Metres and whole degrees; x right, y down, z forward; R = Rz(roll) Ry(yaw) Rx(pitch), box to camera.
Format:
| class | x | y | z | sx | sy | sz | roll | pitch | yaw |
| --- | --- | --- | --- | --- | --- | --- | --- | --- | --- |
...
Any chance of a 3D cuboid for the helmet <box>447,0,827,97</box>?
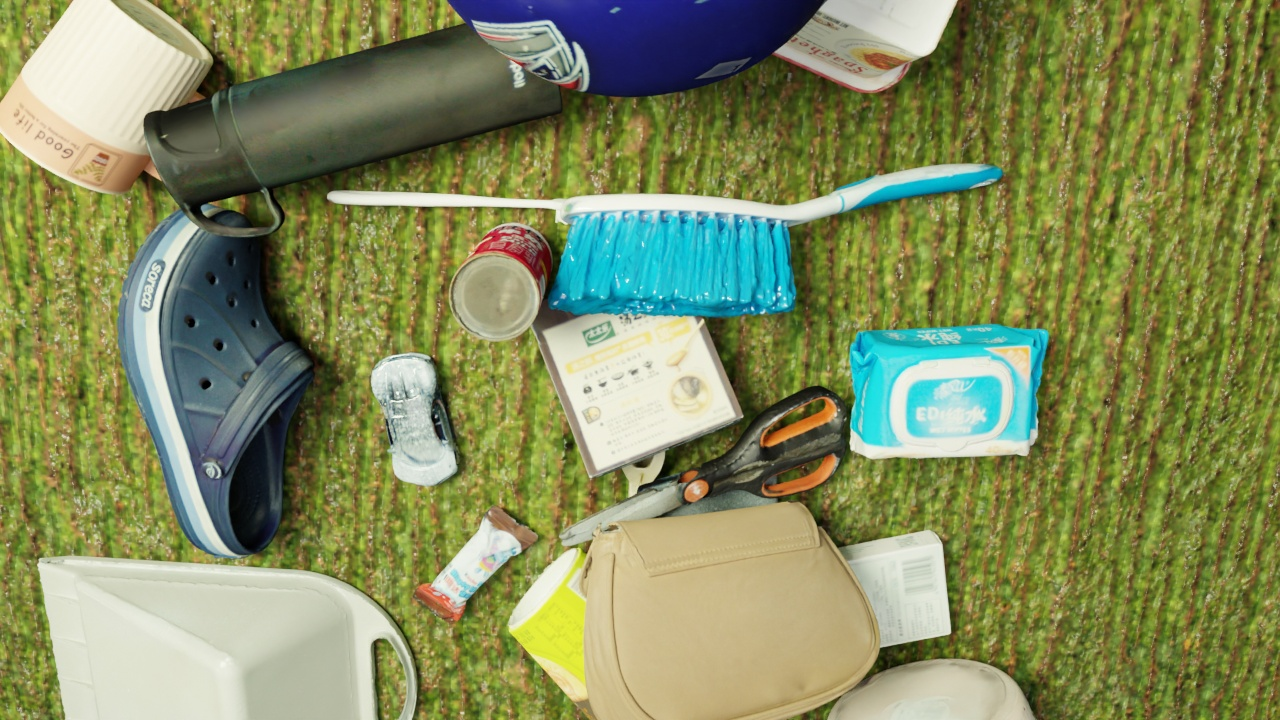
| class | x | y | z | sx | sy | sz | roll | pitch | yaw |
| --- | --- | --- | --- | --- | --- | --- | --- | --- | --- |
| helmet | -0.012 | -0.266 | 0.463 | 0.247 | 0.315 | 0.241 | -13 | 127 | -11 |

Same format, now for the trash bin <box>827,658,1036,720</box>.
| class | x | y | z | sx | sy | sz | roll | pitch | yaw |
| --- | --- | --- | --- | --- | --- | --- | --- | --- | --- |
| trash bin | 0.239 | 0.348 | 0.698 | 0.227 | 0.227 | 0.192 | -18 | 94 | 4 |

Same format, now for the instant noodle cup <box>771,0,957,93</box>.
| class | x | y | z | sx | sy | sz | roll | pitch | yaw |
| --- | --- | --- | --- | --- | --- | --- | --- | --- | --- |
| instant noodle cup | 0.136 | -0.229 | 0.549 | 0.116 | 0.124 | 0.117 | 21 | 106 | -8 |

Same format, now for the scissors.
| class | x | y | z | sx | sy | sz | roll | pitch | yaw |
| --- | --- | --- | --- | --- | --- | --- | --- | --- | --- |
| scissors | 0.052 | 0.098 | 0.657 | 0.235 | 0.021 | 0.139 | -36 | 129 | -4 |

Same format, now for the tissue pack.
| class | x | y | z | sx | sy | sz | roll | pitch | yaw |
| --- | --- | --- | --- | --- | --- | --- | --- | --- | --- |
| tissue pack | 0.219 | 0.023 | 0.661 | 0.140 | 0.063 | 0.090 | -2 | 107 | -1 |

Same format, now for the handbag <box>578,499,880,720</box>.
| class | x | y | z | sx | sy | sz | roll | pitch | yaw |
| --- | --- | --- | --- | --- | --- | --- | --- | --- | --- |
| handbag | 0.054 | 0.177 | 0.627 | 0.204 | 0.100 | 0.147 | -1 | 65 | -28 |

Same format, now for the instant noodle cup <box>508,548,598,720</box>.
| class | x | y | z | sx | sy | sz | roll | pitch | yaw |
| --- | --- | --- | --- | --- | --- | --- | --- | --- | --- |
| instant noodle cup | -0.031 | 0.210 | 0.695 | 0.123 | 0.111 | 0.112 | 43 | 101 | -4 |

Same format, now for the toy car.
| class | x | y | z | sx | sy | sz | roll | pitch | yaw |
| --- | --- | --- | --- | --- | --- | --- | --- | --- | --- |
| toy car | -0.165 | 0.046 | 0.674 | 0.049 | 0.031 | 0.106 | -10 | 108 | 2 |

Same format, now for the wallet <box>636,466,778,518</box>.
| class | x | y | z | sx | sy | sz | roll | pitch | yaw |
| --- | --- | --- | --- | --- | --- | --- | --- | --- | --- |
| wallet | 0.053 | 0.123 | 0.688 | 0.120 | 0.019 | 0.097 | -14 | 108 | -25 |

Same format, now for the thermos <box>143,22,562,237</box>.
| class | x | y | z | sx | sy | sz | roll | pitch | yaw |
| --- | --- | --- | --- | --- | --- | --- | --- | --- | --- |
| thermos | -0.171 | -0.146 | 0.576 | 0.242 | 0.068 | 0.090 | -18 | 110 | -5 |

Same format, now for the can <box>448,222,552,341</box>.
| class | x | y | z | sx | sy | sz | roll | pitch | yaw |
| --- | --- | --- | --- | --- | --- | --- | --- | --- | --- |
| can | -0.086 | -0.055 | 0.591 | 0.053 | 0.132 | 0.053 | 0 | 107 | -2 |

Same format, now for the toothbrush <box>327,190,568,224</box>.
| class | x | y | z | sx | sy | sz | roll | pitch | yaw |
| --- | --- | --- | --- | --- | --- | --- | --- | --- | --- |
| toothbrush | -0.125 | -0.107 | 0.636 | 0.180 | 0.016 | 0.016 | 3 | 111 | -3 |

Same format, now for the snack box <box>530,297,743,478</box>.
| class | x | y | z | sx | sy | sz | roll | pitch | yaw |
| --- | --- | --- | --- | --- | --- | --- | --- | --- | --- |
| snack box | -0.004 | 0.004 | 0.638 | 0.113 | 0.053 | 0.125 | -22 | 82 | 1 |

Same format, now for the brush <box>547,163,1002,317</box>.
| class | x | y | z | sx | sy | sz | roll | pitch | yaw |
| --- | --- | --- | --- | --- | --- | --- | --- | --- | --- |
| brush | 0.097 | -0.083 | 0.604 | 0.314 | 0.061 | 0.109 | 1 | 81 | -10 |

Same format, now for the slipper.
| class | x | y | z | sx | sy | sz | roll | pitch | yaw |
| --- | --- | --- | --- | --- | --- | --- | --- | --- | --- |
| slipper | -0.274 | 0.023 | 0.623 | 0.095 | 0.105 | 0.253 | 3 | 109 | 4 |

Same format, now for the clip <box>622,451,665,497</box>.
| class | x | y | z | sx | sy | sz | roll | pitch | yaw |
| --- | --- | --- | --- | --- | --- | --- | --- | --- | --- |
| clip | -0.001 | 0.085 | 0.685 | 0.035 | 0.074 | 0.100 | 2 | 105 | -3 |

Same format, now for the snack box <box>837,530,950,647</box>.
| class | x | y | z | sx | sy | sz | roll | pitch | yaw |
| --- | --- | --- | --- | --- | --- | --- | --- | --- | --- |
| snack box | 0.164 | 0.191 | 0.730 | 0.157 | 0.026 | 0.085 | -11 | 108 | 2 |

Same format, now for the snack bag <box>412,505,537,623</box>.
| class | x | y | z | sx | sy | sz | roll | pitch | yaw |
| --- | --- | --- | --- | --- | --- | --- | --- | --- | --- |
| snack bag | -0.129 | 0.159 | 0.712 | 0.045 | 0.026 | 0.105 | 41 | 100 | -9 |

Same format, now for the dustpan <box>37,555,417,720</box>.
| class | x | y | z | sx | sy | sz | roll | pitch | yaw |
| --- | --- | --- | --- | --- | --- | --- | --- | --- | --- |
| dustpan | -0.326 | 0.261 | 0.746 | 0.258 | 0.142 | 0.223 | 11 | 109 | 26 |

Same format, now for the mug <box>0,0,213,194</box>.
| class | x | y | z | sx | sy | sz | roll | pitch | yaw |
| --- | --- | --- | --- | --- | --- | --- | --- | --- | --- |
| mug | -0.323 | -0.164 | 0.584 | 0.114 | 0.081 | 0.106 | 33 | 103 | -38 |
